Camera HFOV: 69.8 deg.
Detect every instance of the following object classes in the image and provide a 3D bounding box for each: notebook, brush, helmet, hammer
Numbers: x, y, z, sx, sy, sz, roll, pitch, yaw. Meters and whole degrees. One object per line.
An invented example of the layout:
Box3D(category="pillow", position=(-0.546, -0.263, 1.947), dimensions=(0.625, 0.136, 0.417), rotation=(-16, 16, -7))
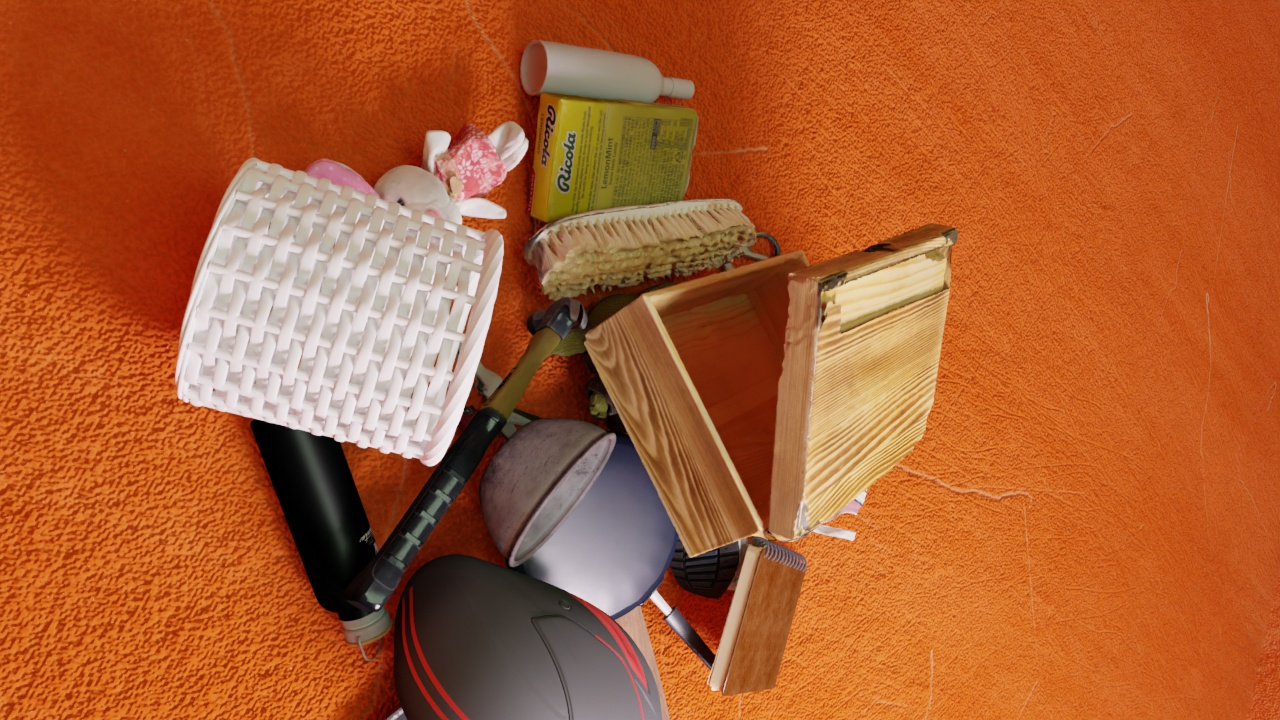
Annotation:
Box3D(category="notebook", position=(0.141, 0.296, 1.059), dimensions=(0.225, 0.024, 0.167), rotation=(37, 68, -62))
Box3D(category="brush", position=(0.006, -0.121, 0.946), dimensions=(0.270, 0.083, 0.056), rotation=(-13, 62, -35))
Box3D(category="helmet", position=(-0.110, 0.278, 0.787), dimensions=(0.164, 0.265, 0.169), rotation=(-54, 162, 14))
Box3D(category="hammer", position=(-0.144, 0.070, 0.804), dimensions=(0.025, 0.118, 0.332), rotation=(42, 61, -19))
Box3D(category="hammer", position=(-0.014, 0.313, 0.991), dimensions=(0.157, 0.037, 0.301), rotation=(-22, 105, -34))

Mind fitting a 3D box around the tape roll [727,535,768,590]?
Box3D(category="tape roll", position=(0.114, 0.226, 1.096), dimensions=(0.093, 0.018, 0.094), rotation=(-2, 94, -38))

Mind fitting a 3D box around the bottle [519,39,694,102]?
Box3D(category="bottle", position=(-0.026, -0.287, 0.939), dimensions=(0.194, 0.053, 0.052), rotation=(-5, 95, -37))

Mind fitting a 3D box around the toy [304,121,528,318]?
Box3D(category="toy", position=(-0.180, -0.143, 0.808), dimensions=(0.193, 0.084, 0.159), rotation=(-40, 117, -21))

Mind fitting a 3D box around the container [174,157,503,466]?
Box3D(category="container", position=(-0.220, -0.034, 0.690), dimensions=(0.186, 0.189, 0.189), rotation=(16, 82, -16))

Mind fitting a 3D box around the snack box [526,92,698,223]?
Box3D(category="snack box", position=(-0.026, -0.204, 0.932), dimensions=(0.180, 0.045, 0.121), rotation=(-9, 118, -38))

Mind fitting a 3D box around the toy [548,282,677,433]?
Box3D(category="toy", position=(-0.006, 0.005, 0.954), dimensions=(0.179, 0.078, 0.153), rotation=(-29, 109, -30))

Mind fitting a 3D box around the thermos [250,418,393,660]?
Box3D(category="thermos", position=(-0.260, 0.150, 0.779), dimensions=(0.061, 0.061, 0.231), rotation=(-25, 107, -34))

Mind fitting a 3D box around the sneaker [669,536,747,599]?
Box3D(category="sneaker", position=(0.090, 0.140, 1.027), dimensions=(0.124, 0.089, 0.240), rotation=(-47, 142, -55))

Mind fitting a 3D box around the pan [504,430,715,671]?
Box3D(category="pan", position=(0.001, 0.227, 0.950), dimensions=(0.198, 0.021, 0.356), rotation=(-46, 116, -20))

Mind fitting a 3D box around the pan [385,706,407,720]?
Box3D(category="pan", position=(-0.228, 0.464, 0.825), dimensions=(0.187, 0.055, 0.356), rotation=(42, 68, -31))

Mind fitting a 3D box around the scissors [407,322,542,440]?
Box3D(category="scissors", position=(-0.165, 0.030, 0.874), dimensions=(0.194, 0.015, 0.179), rotation=(-13, 101, -37))

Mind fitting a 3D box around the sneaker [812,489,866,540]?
Box3D(category="sneaker", position=(0.202, 0.156, 1.103), dimensions=(0.241, 0.118, 0.087), rotation=(35, 73, -49))

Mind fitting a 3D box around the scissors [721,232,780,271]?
Box3D(category="scissors", position=(0.107, -0.117, 1.075), dimensions=(0.157, 0.013, 0.168), rotation=(-23, 105, -35))

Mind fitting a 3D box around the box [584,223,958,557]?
Box3D(category="box", position=(0.167, 0.019, 0.847), dimensions=(0.278, 0.264, 0.269), rotation=(-20, 84, -49))

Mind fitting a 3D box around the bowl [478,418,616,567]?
Box3D(category="bowl", position=(-0.092, 0.103, 0.809), dimensions=(0.067, 0.145, 0.144), rotation=(37, 64, 11))
